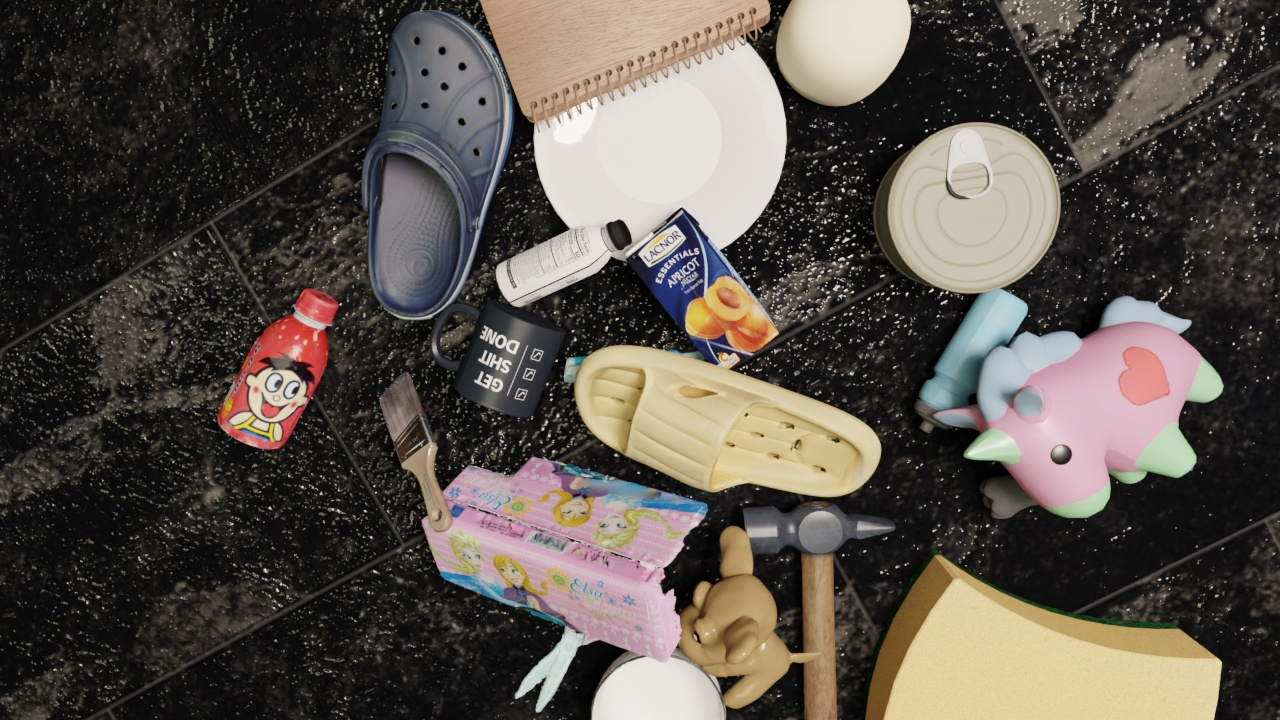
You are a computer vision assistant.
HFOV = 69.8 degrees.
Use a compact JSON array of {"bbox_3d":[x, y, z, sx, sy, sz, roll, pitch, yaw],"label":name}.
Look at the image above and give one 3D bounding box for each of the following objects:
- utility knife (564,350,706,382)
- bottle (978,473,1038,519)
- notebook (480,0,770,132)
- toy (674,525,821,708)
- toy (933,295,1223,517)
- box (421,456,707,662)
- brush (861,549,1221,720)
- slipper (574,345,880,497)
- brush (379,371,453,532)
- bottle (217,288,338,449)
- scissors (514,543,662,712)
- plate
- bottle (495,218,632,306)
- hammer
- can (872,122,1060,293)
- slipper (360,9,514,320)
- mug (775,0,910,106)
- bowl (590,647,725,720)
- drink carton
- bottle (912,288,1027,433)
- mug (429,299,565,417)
[{"bbox_3d":[-0.005,0.005,0.790,0.124,0.015,0.022,-4,99,2],"label":"utility knife"},{"bbox_3d":[0.341,0.099,0.766,0.110,0.036,0.036,-22,95,6],"label":"bottle"},{"bbox_3d":[-0.020,-0.299,0.738,0.210,0.022,0.169,-21,84,6],"label":"notebook"},{"bbox_3d":[0.079,0.221,0.741,0.106,0.134,0.108,-21,121,16],"label":"toy"},{"bbox_3d":[0.348,0.022,0.712,0.171,0.120,0.221,37,70,-5],"label":"toy"},{"bbox_3d":[-0.059,0.154,0.766,0.231,0.105,0.086,12,129,28],"label":"box"},{"bbox_3d":[0.325,0.291,0.770,0.250,0.075,0.195,17,97,2],"label":"brush"},{"bbox_3d":[0.067,0.069,0.746,0.261,0.079,0.112,14,129,-2],"label":"slipper"},{"bbox_3d":[-0.188,0.078,0.775,0.039,0.012,0.151,-37,61,14],"label":"brush"},{"bbox_3d":[-0.304,0.004,0.785,0.062,0.062,0.137,31,99,0],"label":"bottle"},{"bbox_3d":[-0.045,0.254,0.821,0.105,0.016,0.179,25,97,0],"label":"scissors"},{"bbox_3d":[0.016,-0.184,0.765,0.208,0.015,0.208,0,97,4],"label":"plate"},{"bbox_3d":[-0.062,-0.084,0.757,0.116,0.041,0.041,-22,95,19],"label":"bottle"},{"bbox_3d":[0.158,0.281,0.802,0.129,0.040,0.322,-3,97,0],"label":"hammer"},{"bbox_3d":[0.254,-0.118,0.728,0.128,0.073,0.128,0,97,4],"label":"can"},{"bbox_3d":[-0.169,-0.154,0.744,0.105,0.095,0.253,10,101,5],"label":"slipper"},{"bbox_3d":[0.163,-0.262,0.704,0.096,0.099,0.120,32,97,0],"label":"mug"},{"bbox_3d":[0.016,0.296,0.797,0.113,0.063,0.113,0,96,3],"label":"bowl"},{"bbox_3d":[0.050,-0.058,0.753,0.064,0.040,0.130,-38,103,9],"label":"drink carton"},{"bbox_3d":[0.269,0.003,0.758,0.040,0.040,0.130,29,98,0],"label":"bottle"},{"bbox_3d":[-0.125,-0.008,0.767,0.105,0.071,0.077,23,97,4],"label":"mug"}]
